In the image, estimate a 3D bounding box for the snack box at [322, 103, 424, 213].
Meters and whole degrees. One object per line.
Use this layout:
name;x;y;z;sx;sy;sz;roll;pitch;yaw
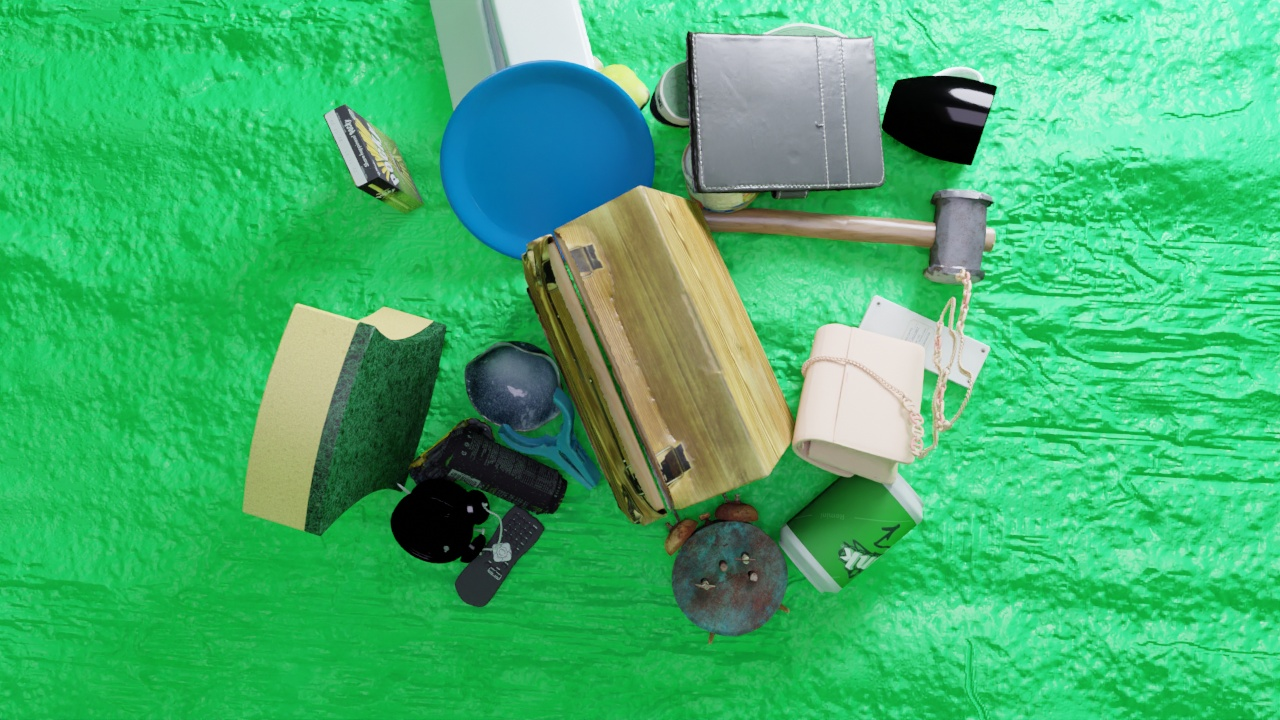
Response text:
snack box;-0.279;-0.209;0.971;0.025;0.147;0.080;-25;88;3

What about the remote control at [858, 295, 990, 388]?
remote control;0.305;-0.020;0.995;0.136;0.011;0.050;25;91;4

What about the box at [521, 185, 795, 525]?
box;-0.008;0.006;0.897;0.221;0.258;0.279;-23;89;15

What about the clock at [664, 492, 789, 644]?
clock;0.088;0.212;0.978;0.121;0.073;0.157;-23;87;3

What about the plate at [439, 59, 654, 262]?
plate;-0.097;-0.207;0.970;0.224;0.024;0.225;-4;125;-6

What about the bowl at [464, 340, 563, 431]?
bowl;-0.131;0.019;0.996;0.110;0.055;0.110;4;119;6

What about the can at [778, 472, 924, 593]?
can;0.220;0.171;0.961;0.140;0.088;0.088;-41;87;3

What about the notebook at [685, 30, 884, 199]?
notebook;0.151;-0.251;0.943;0.209;0.029;0.169;-4;93;-13

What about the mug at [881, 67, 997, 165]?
mug;0.316;-0.270;0.970;0.100;0.085;0.118;18;61;15

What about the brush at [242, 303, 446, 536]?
brush;-0.285;0.048;0.917;0.075;0.250;0.195;16;94;4

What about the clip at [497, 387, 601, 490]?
clip;-0.102;0.085;0.983;0.119;0.033;0.121;-2;118;6

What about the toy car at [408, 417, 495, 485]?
toy car;-0.208;0.105;1.019;0.107;0.030;0.049;-38;103;1

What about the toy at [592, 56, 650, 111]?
toy;-0.052;-0.290;1.007;0.115;0.046;0.092;33;92;11

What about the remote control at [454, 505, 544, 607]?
remote control;-0.160;0.221;1.027;0.046;0.009;0.124;38;92;4

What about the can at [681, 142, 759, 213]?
can;0.089;-0.205;0.984;0.086;0.043;0.086;-4;68;9

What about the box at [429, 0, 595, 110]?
box;-0.147;-0.352;0.987;0.186;0.084;0.210;-13;83;13

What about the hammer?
hammer;0.211;-0.144;0.989;0.328;0.052;0.098;6;90;7

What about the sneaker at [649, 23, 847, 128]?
sneaker;0.120;-0.301;0.987;0.235;0.079;0.084;-16;97;-13

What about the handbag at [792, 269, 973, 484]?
handbag;0.233;0.000;0.900;0.116;0.188;0.198;18;54;1

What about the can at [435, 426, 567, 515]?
can;-0.149;0.120;0.988;0.137;0.054;0.054;27;91;-16

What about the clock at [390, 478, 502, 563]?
clock;-0.209;0.176;0.999;0.121;0.042;0.091;12;118;4
